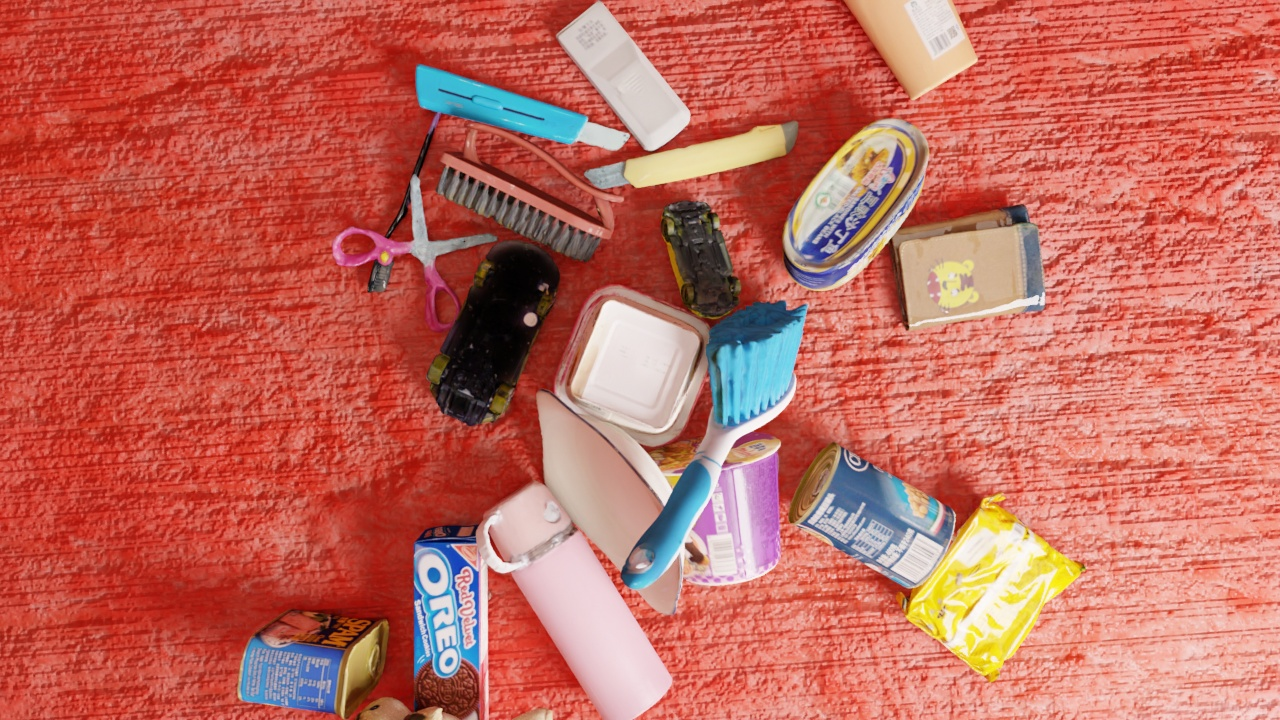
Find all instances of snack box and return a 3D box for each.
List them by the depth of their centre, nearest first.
[{"bbox_3d":[-0.153,0.241,0.747,0.057,0.058,0.207,0,90,-3],"label":"snack box"}]

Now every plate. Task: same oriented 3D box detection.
[{"bbox_3d":[-0.017,0.101,0.691,0.034,0.165,0.163,-33,58,-25],"label":"plate"}]

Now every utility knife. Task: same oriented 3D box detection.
[{"bbox_3d":[-0.098,-0.205,0.760,0.182,0.018,0.034,14,89,-7],"label":"utility knife"},{"bbox_3d":[0.044,-0.169,0.764,0.183,0.019,0.031,-12,86,-6],"label":"utility knife"}]

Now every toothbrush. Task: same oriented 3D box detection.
[{"bbox_3d":[-0.190,-0.144,0.768,0.016,0.014,0.189,21,90,-8],"label":"toothbrush"}]

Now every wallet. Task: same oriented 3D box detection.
[{"bbox_3d":[0.269,-0.076,0.759,0.115,0.033,0.090,-9,91,4],"label":"wallet"}]

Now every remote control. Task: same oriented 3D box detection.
[{"bbox_3d":[-0.013,-0.235,0.762,0.049,0.024,0.125,-39,89,0],"label":"remote control"}]

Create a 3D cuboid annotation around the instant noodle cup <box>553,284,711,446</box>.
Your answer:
[{"bbox_3d":[-0.004,0.004,0.712,0.116,0.124,0.116,22,90,-1],"label":"instant noodle cup"}]

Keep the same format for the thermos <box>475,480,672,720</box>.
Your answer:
[{"bbox_3d":[-0.058,0.195,0.733,0.067,0.087,0.198,-31,92,33],"label":"thermos"}]

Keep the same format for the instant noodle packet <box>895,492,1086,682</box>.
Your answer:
[{"bbox_3d":[0.286,0.183,0.752,0.111,0.044,0.128,38,94,-7],"label":"instant noodle packet"}]

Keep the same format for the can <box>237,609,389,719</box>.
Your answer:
[{"bbox_3d":[-0.256,0.236,0.725,0.083,0.102,0.057,7,90,1],"label":"can"}]

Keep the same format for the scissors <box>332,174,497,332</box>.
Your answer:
[{"bbox_3d":[-0.183,-0.086,0.758,0.133,0.017,0.134,-11,98,-13],"label":"scissors"}]

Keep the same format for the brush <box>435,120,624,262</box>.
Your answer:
[{"bbox_3d":[-0.087,-0.137,0.742,0.146,0.063,0.069,26,103,-1],"label":"brush"}]

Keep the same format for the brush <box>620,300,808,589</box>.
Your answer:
[{"bbox_3d":[0.058,0.039,0.638,0.061,0.313,0.109,6,107,23],"label":"brush"}]

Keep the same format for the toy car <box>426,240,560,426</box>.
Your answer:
[{"bbox_3d":[-0.118,-0.022,0.753,0.070,0.042,0.158,26,91,0],"label":"toy car"}]

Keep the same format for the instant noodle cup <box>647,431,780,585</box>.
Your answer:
[{"bbox_3d":[0.063,0.117,0.727,0.111,0.111,0.099,-11,99,0],"label":"instant noodle cup"}]

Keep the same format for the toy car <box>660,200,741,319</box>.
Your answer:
[{"bbox_3d":[0.046,-0.081,0.750,0.048,0.032,0.105,-10,72,-20],"label":"toy car"}]

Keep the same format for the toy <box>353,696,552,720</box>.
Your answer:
[{"bbox_3d":[-0.143,0.284,0.692,0.157,0.066,0.105,2,132,-6],"label":"toy"}]

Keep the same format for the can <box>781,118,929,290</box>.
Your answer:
[{"bbox_3d":[0.172,-0.125,0.740,0.074,0.049,0.148,40,88,16],"label":"can"}]

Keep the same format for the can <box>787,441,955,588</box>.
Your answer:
[{"bbox_3d":[0.186,0.125,0.737,0.111,0.075,0.075,30,90,0],"label":"can"}]

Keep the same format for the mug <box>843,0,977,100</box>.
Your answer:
[{"bbox_3d":[0.216,-0.279,0.739,0.078,0.078,0.123,-32,94,0],"label":"mug"}]
